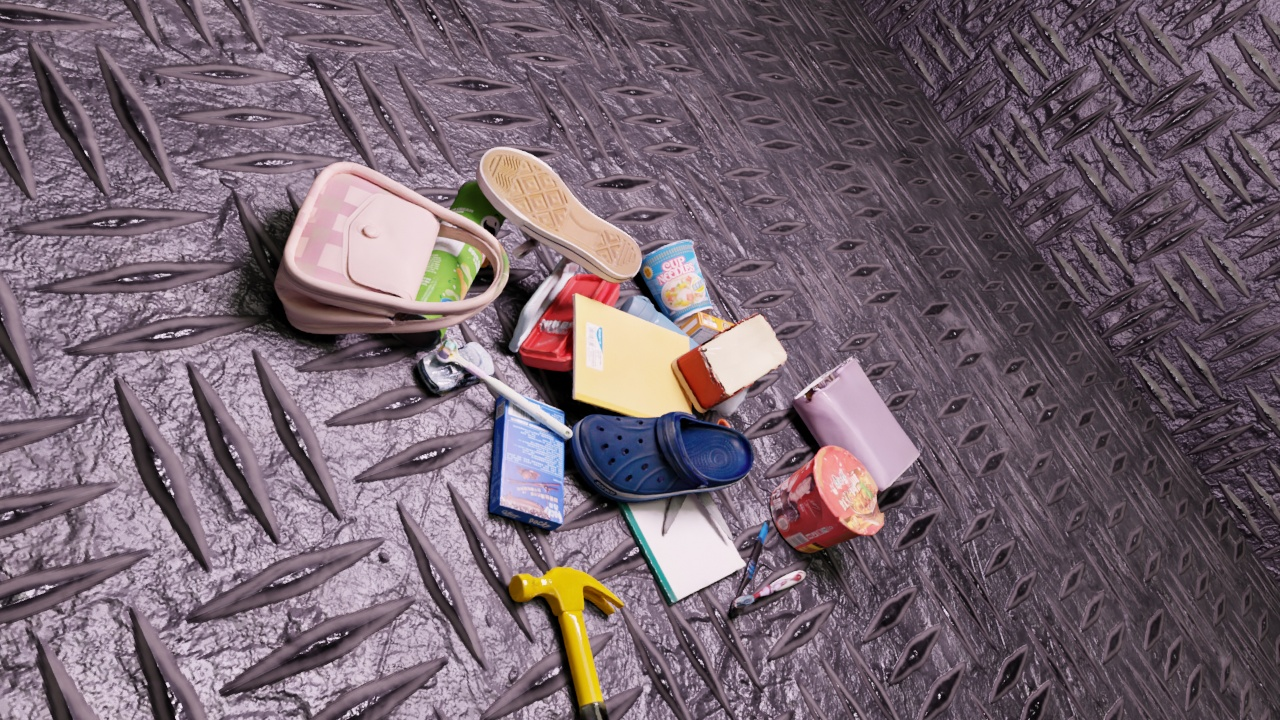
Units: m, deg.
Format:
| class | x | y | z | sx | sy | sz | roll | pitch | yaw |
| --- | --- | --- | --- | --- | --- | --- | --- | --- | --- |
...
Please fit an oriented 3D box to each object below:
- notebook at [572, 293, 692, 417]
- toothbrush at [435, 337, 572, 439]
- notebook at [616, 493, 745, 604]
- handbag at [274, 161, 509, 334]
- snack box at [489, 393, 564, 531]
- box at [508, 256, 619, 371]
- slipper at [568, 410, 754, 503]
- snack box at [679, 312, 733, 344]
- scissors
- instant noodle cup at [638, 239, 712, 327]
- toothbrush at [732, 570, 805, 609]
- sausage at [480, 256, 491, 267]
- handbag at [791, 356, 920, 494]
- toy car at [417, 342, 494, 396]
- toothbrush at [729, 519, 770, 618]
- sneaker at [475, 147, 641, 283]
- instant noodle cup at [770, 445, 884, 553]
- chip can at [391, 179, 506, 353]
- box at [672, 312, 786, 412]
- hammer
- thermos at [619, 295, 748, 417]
| class | x | y | z | sx | sy | sz | roll | pitch | yaw |
| --- | --- | --- | --- | --- | --- | --- | --- | --- | --- |
| notebook | -0.007 | 0.007 | 1.199 | 0.206 | 0.010 | 0.145 | 19 | 60 | -40 |
| toothbrush | -0.154 | 0.038 | 1.069 | 0.189 | 0.020 | 0.029 | 37 | 76 | -20 |
| notebook | 0.038 | 0.195 | 1.181 | 0.150 | 0.012 | 0.209 | -12 | 68 | -47 |
| handbag | -0.262 | -0.111 | 1.009 | 0.234 | 0.094 | 0.192 | 12 | 49 | -7 |
| snack box | -0.130 | 0.115 | 1.069 | 0.084 | 0.026 | 0.156 | 24 | 45 | -30 |
| box | -0.100 | -0.082 | 1.198 | 0.095 | 0.100 | 0.200 | 9 | 38 | 16 |
| slipper | 0.038 | 0.116 | 1.143 | 0.252 | 0.095 | 0.105 | 6 | 59 | -26 |
| snack box | 0.124 | -0.025 | 1.394 | 0.153 | 0.075 | 0.026 | 17 | 49 | -36 |
| scissors | 0.060 | 0.136 | 1.226 | 0.233 | 0.022 | 0.220 | 50 | 45 | 3 |
| instant noodle cup | 0.057 | -0.113 | 1.394 | 0.099 | 0.099 | 0.110 | -15 | 77 | -49 |
| toothbrush | 0.176 | 0.300 | 1.211 | 0.187 | 0.017 | 0.016 | -2 | 65 | -53 |
| sausage | -0.260 | -0.150 | 1.163 | 0.165 | 0.022 | 0.021 | 19 | 48 | -33 |
| handbag | 0.340 | 0.113 | 1.475 | 0.197 | 0.099 | 0.144 | 56 | 37 | 5 |
| toy car | -0.212 | 0.007 | 1.075 | 0.105 | 0.031 | 0.049 | -21 | 77 | -52 |
| toothbrush | 0.150 | 0.273 | 1.225 | 0.014 | 0.016 | 0.189 | 48 | 37 | -10 |
| sneaker | -0.112 | -0.171 | 1.158 | 0.241 | 0.088 | 0.118 | 34 | 61 | -22 |
| instant noodle cup | 0.259 | 0.205 | 1.311 | 0.138 | 0.109 | 0.137 | 26 | 44 | -28 |
| chip can | -0.229 | -0.119 | 1.105 | 0.072 | 0.072 | 0.235 | 35 | 49 | -19 |
| box | 0.133 | -0.001 | 1.273 | 0.167 | 0.078 | 0.091 | -28 | 87 | -47 |
| hammer | -0.049 | 0.358 | 0.947 | 0.128 | 0.033 | 0.300 | 7 | 55 | -39 |
| thermos | 0.058 | -0.007 | 1.322 | 0.220 | 0.070 | 0.070 | 40 | 39 | -13 |
